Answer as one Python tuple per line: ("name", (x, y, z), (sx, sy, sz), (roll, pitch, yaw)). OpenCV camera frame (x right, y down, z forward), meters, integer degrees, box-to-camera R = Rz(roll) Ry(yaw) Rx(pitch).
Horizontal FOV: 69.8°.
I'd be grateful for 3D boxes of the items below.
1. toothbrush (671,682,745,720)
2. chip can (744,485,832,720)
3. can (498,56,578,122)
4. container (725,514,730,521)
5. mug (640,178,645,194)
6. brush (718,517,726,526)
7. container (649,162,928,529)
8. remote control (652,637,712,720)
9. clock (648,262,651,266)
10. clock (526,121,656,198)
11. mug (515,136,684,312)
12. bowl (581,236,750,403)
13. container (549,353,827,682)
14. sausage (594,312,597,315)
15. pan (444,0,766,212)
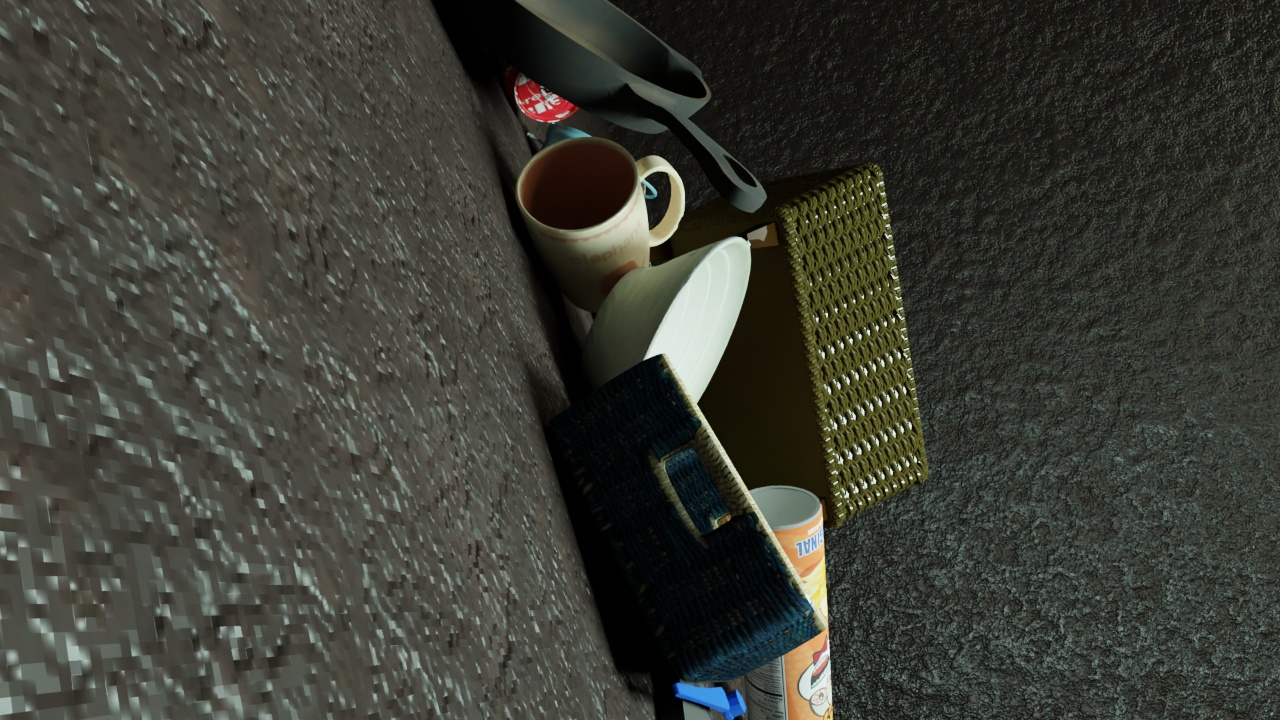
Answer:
("toothbrush", (0.039, 0.180, 0.489), (0.187, 0.011, 0.016), (61, 8, -64))
("chip can", (0.104, 0.199, 0.660), (0.062, 0.062, 0.210), (-95, 178, -72))
("can", (-0.093, -0.282, 0.838), (0.074, 0.074, 0.142), (63, 8, -46))
("container", (0.077, 0.173, 0.734), (0.063, 0.061, 0.114), (33, 42, -71))
("mug", (-0.035, -0.176, 1.077), (0.097, 0.081, 0.122), (-91, -178, -87))
("brush", (0.036, 0.127, 0.657), (0.117, 0.049, 0.039), (-100, -171, -70))
("container", (0.128, -0.002, 0.874), (0.204, 0.177, 0.321), (-23, 106, -45))
("remote control", (0.025, 0.191, 0.460), (0.133, 0.013, 0.058), (-96, 163, -72))
("clock", (-0.003, -0.097, 1.136), (0.089, 0.052, 0.124), (46, 22, -72))
("clock", (-0.039, -0.177, 0.833), (0.123, 0.042, 0.087), (25, -5, 13))
("mug", (-0.020, -0.093, 0.631), (0.085, 0.111, 0.104), (55, -11, 32))
("bowl", (0.007, -0.012, 0.616), (0.058, 0.176, 0.177), (27, -8, 17))
("container", (0.032, 0.096, 0.502), (0.145, 0.071, 0.187), (60, 2, 23))
("sausage", (-0.005, 0.004, 0.774), (0.040, 0.040, 0.155), (59, 10, -59))
("pan", (-0.023, -0.203, 0.658), (0.248, 0.043, 0.356), (9, 36, -44))
